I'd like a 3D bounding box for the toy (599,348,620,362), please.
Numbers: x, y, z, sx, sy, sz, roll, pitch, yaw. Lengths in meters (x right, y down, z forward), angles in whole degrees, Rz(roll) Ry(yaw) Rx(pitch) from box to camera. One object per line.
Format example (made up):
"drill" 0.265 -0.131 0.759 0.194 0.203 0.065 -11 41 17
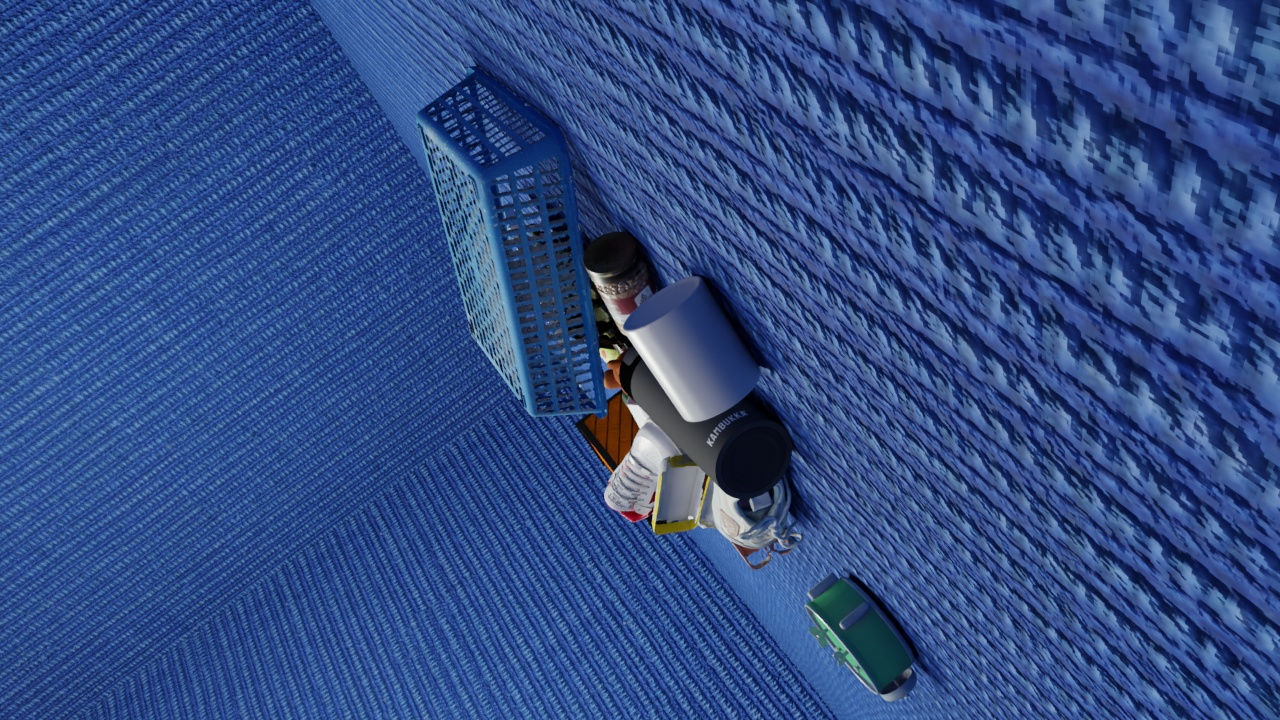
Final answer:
"toy" -0.050 -0.035 1.411 0.115 0.046 0.092 66 171 -25

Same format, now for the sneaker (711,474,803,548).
"sneaker" 0.131 0.177 1.042 0.242 0.089 0.090 70 178 -55

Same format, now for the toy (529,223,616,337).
"toy" -0.076 -0.091 1.167 0.179 0.078 0.152 60 175 -26

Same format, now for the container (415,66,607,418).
"container" -0.150 -0.117 1.038 0.257 0.089 0.363 46 152 46

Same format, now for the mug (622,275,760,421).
"mug" 0.046 -0.017 0.790 0.097 0.079 0.111 56 -159 -17

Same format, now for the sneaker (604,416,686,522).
"sneaker" 0.003 0.150 1.183 0.090 0.104 0.237 47 158 12

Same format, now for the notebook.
"notebook" -0.145 -0.111 1.299 0.171 0.022 0.209 -121 10 -67

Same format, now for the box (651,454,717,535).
"box" 0.081 0.172 1.149 0.210 0.129 0.036 95 178 -57

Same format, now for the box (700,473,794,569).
"box" 0.133 0.198 1.248 0.187 0.083 0.042 53 -174 -8

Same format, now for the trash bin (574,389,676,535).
"trash bin" 0.017 0.148 1.462 0.172 0.139 0.140 48 171 38

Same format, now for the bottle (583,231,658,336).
"bottle" -0.014 -0.075 0.928 0.056 0.056 0.105 48 171 40

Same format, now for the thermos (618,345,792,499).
"thermos" 0.058 0.050 0.955 0.082 0.082 0.240 58 172 -31

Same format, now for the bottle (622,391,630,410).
"bottle" 0.013 0.062 1.392 0.131 0.061 0.061 48 174 38

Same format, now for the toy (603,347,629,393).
"toy" -0.007 0.007 1.192 0.128 0.095 0.065 72 -168 -69

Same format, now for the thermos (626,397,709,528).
"thermos" 0.062 0.135 1.300 0.220 0.099 0.099 59 172 -17

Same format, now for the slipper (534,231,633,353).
"slipper" -0.080 -0.068 1.312 0.268 0.075 0.113 54 173 -4

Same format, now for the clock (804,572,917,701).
"clock" 0.255 0.328 1.047 0.161 0.075 0.122 55 173 -21
